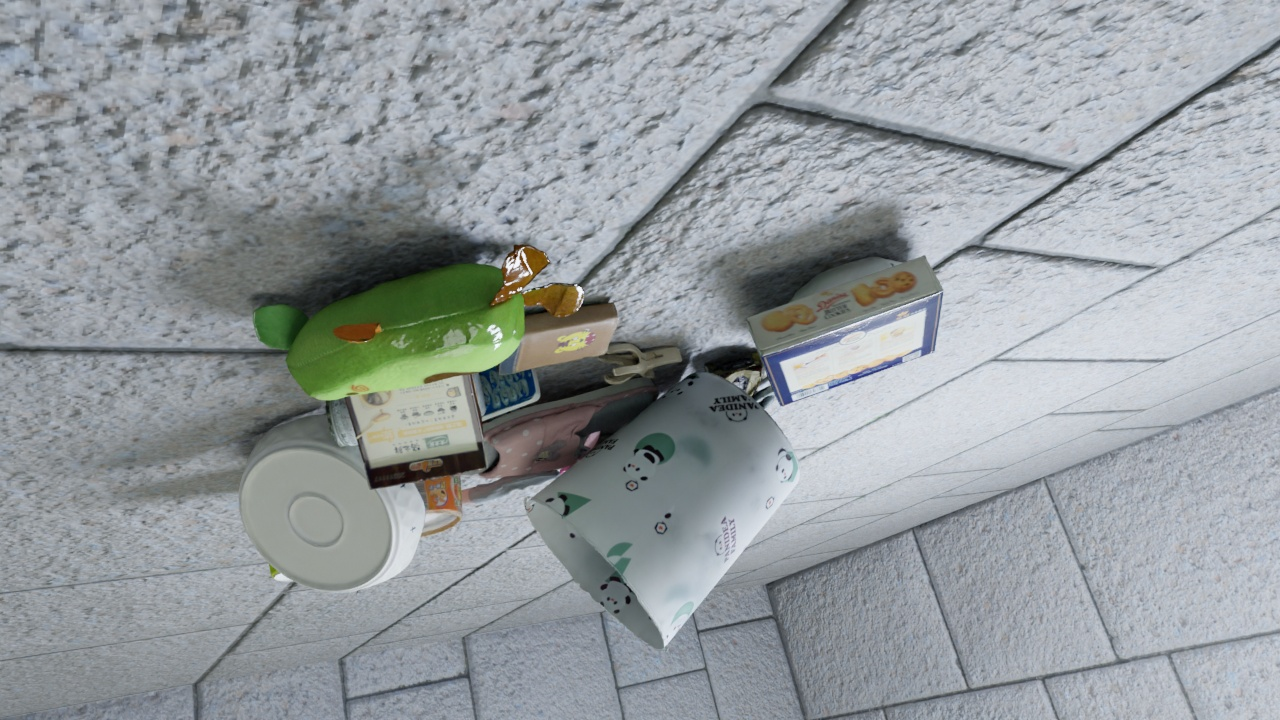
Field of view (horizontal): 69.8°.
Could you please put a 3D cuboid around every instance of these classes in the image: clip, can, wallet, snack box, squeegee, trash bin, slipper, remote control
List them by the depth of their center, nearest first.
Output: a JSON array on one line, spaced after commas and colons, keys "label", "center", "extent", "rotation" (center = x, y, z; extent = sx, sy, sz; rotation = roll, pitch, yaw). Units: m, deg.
[{"label": "snack box", "center": [-0.208, 0.046, 0.847], "extent": [0.113, 0.053, 0.126], "rotation": [-9, 121, -6]}, {"label": "wallet", "center": [-0.083, -0.021, 0.882], "extent": [0.115, 0.033, 0.090], "rotation": [-12, 159, -17]}, {"label": "can", "center": [-0.230, 0.042, 0.907], "extent": [0.146, 0.058, 0.058], "rotation": [-13, 160, -4]}, {"label": "snack box", "center": [0.212, -0.024, 0.941], "extent": [0.178, 0.045, 0.182], "rotation": [-20, 157, 7]}, {"label": "remote control", "center": [-0.163, 0.038, 0.953], "extent": [0.125, 0.049, 0.024], "rotation": [-20, 162, 15]}, {"label": "clip", "center": [-0.003, 0.004, 0.996], "extent": [0.070, 0.034, 0.099], "rotation": [-32, 158, 37]}, {"label": "slipper", "center": [-0.092, 0.086, 1.048], "extent": [0.273, 0.054, 0.114], "rotation": [-17, 156, -30]}, {"label": "trash bin", "center": [0.033, 0.160, 1.054], "extent": [0.251, 0.229, 0.230], "rotation": [-42, 168, -21]}, {"label": "squeegee", "center": [-0.214, 0.179, 1.158], "extent": [0.250, 0.040, 0.247], "rotation": [-25, -172, 14]}]

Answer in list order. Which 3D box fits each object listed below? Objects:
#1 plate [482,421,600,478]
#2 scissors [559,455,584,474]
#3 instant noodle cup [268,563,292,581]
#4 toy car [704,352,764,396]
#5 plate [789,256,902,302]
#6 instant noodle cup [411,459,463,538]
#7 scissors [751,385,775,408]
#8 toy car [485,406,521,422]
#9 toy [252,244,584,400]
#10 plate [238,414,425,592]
[{"label": "plate", "center": [-0.140, 0.114, 1.173], "extent": [0.192, 0.039, 0.193], "rotation": [-12, 158, -5]}, {"label": "scissors", "center": [-0.101, 0.145, 1.322], "extent": [0.133, 0.017, 0.119], "rotation": [11, 148, -40]}, {"label": "instant noodle cup", "center": [-0.402, 0.194, 1.092], "extent": [0.111, 0.123, 0.112], "rotation": [-12, 159, -5]}, {"label": "toy car", "center": [0.116, 0.030, 1.135], "extent": [0.070, 0.042, 0.158], "rotation": [-14, 162, -1]}, {"label": "plate", "center": [0.232, -0.049, 1.011], "extent": [0.162, 0.034, 0.266], "rotation": [-18, 159, 9]}, {"label": "instant noodle cup", "center": [-0.274, 0.141, 1.057], "extent": [0.151, 0.111, 0.151], "rotation": [-13, 159, -5]}, {"label": "scissors", "center": [0.179, 0.018, 1.082], "extent": [0.160, 0.014, 0.178], "rotation": [-32, 152, 28]}, {"label": "toy car", "center": [-0.161, 0.050, 1.011], "extent": [0.043, 0.034, 0.090], "rotation": [-14, 158, 10]}, {"label": "toy", "center": [-0.169, -0.025, 0.720], "extent": [0.247, 0.090, 0.227], "rotation": [-16, 175, 11]}, {"label": "plate", "center": [-0.330, 0.159, 0.964], "extent": [0.205, 0.205, 0.045], "rotation": [-21, -165, 18]}]
